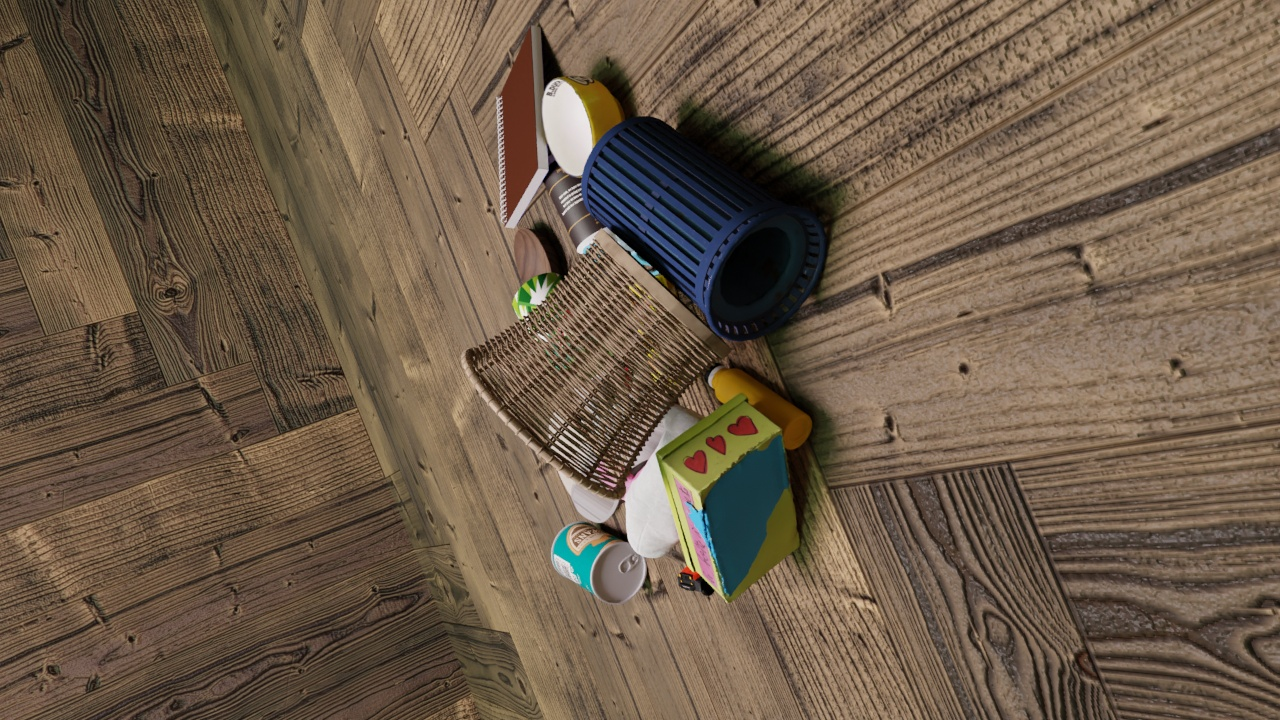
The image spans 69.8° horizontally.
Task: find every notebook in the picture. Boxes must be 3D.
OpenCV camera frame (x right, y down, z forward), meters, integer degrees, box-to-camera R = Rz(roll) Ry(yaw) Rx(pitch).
[{"bbox_3d":[-0.160,-0.305,1.225,0.172,0.022,0.209,141,128,-60],"label":"notebook"}]

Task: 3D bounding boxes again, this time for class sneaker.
[{"bbox_3d":[-0.015,0.120,1.280,0.099,0.089,0.237,36,120,7],"label":"sneaker"}]

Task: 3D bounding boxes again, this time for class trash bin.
[{"bbox_3d":[0.051,-0.143,0.921,0.249,0.139,0.139,45,144,40],"label":"trash bin"}]

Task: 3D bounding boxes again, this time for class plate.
[{"bbox_3d":[-0.093,0.166,1.502,0.189,0.027,0.189,40,141,43],"label":"plate"}]

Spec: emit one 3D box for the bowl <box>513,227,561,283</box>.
[{"bbox_3d":[-0.149,-0.146,1.381,0.119,0.032,0.119,40,141,43],"label":"bowl"}]

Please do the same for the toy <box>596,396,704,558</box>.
[{"bbox_3d":[0.044,0.144,1.158,0.187,0.127,0.266,30,135,16],"label":"toy"}]

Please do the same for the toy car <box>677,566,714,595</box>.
[{"bbox_3d":[0.091,0.254,1.158,0.051,0.100,0.049,-6,109,59],"label":"toy car"}]

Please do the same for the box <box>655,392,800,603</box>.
[{"bbox_3d":[0.100,0.153,1.001,0.079,0.124,0.221,38,157,42],"label":"box"}]

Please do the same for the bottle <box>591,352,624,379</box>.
[{"bbox_3d":[-0.051,0.001,1.299,0.116,0.041,0.041,-15,95,62],"label":"bottle"}]

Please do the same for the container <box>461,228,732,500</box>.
[{"bbox_3d":[-0.038,-0.002,0.965,0.227,0.196,0.226,42,-175,-5],"label":"container"}]

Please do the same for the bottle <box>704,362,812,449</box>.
[{"bbox_3d":[0.125,0.045,1.016,0.144,0.043,0.043,37,139,45],"label":"bottle"}]

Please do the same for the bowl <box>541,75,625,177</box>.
[{"bbox_3d":[-0.060,-0.283,1.093,0.117,0.067,0.117,40,142,42],"label":"bowl"}]

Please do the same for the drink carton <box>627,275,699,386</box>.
[{"bbox_3d":[0.027,-0.036,1.135,0.059,0.042,0.134,-2,107,62],"label":"drink carton"}]

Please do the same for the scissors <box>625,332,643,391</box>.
[{"bbox_3d":[-0.010,0.003,1.208,0.140,0.015,0.189,49,160,50],"label":"scissors"}]

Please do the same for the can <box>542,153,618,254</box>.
[{"bbox_3d":[-0.072,-0.202,1.164,0.128,0.071,0.072,64,152,10],"label":"can"}]

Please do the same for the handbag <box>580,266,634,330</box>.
[{"bbox_3d":[-0.034,-0.090,1.210,0.079,0.054,0.129,54,148,4],"label":"handbag"}]

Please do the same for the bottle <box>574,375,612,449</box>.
[{"bbox_3d":[-0.055,0.121,1.377,0.052,0.052,0.195,18,124,56],"label":"bottle"}]

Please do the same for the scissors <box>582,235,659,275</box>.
[{"bbox_3d":[-0.011,-0.128,1.096,0.139,0.118,0.015,-10,60,65],"label":"scissors"}]

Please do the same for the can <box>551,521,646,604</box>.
[{"bbox_3d":[-0.070,0.327,1.494,0.144,0.099,0.099,9,116,59],"label":"can"}]

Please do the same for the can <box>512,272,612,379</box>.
[{"bbox_3d":[-0.106,-0.045,1.252,0.144,0.082,0.083,52,148,27],"label":"can"}]
